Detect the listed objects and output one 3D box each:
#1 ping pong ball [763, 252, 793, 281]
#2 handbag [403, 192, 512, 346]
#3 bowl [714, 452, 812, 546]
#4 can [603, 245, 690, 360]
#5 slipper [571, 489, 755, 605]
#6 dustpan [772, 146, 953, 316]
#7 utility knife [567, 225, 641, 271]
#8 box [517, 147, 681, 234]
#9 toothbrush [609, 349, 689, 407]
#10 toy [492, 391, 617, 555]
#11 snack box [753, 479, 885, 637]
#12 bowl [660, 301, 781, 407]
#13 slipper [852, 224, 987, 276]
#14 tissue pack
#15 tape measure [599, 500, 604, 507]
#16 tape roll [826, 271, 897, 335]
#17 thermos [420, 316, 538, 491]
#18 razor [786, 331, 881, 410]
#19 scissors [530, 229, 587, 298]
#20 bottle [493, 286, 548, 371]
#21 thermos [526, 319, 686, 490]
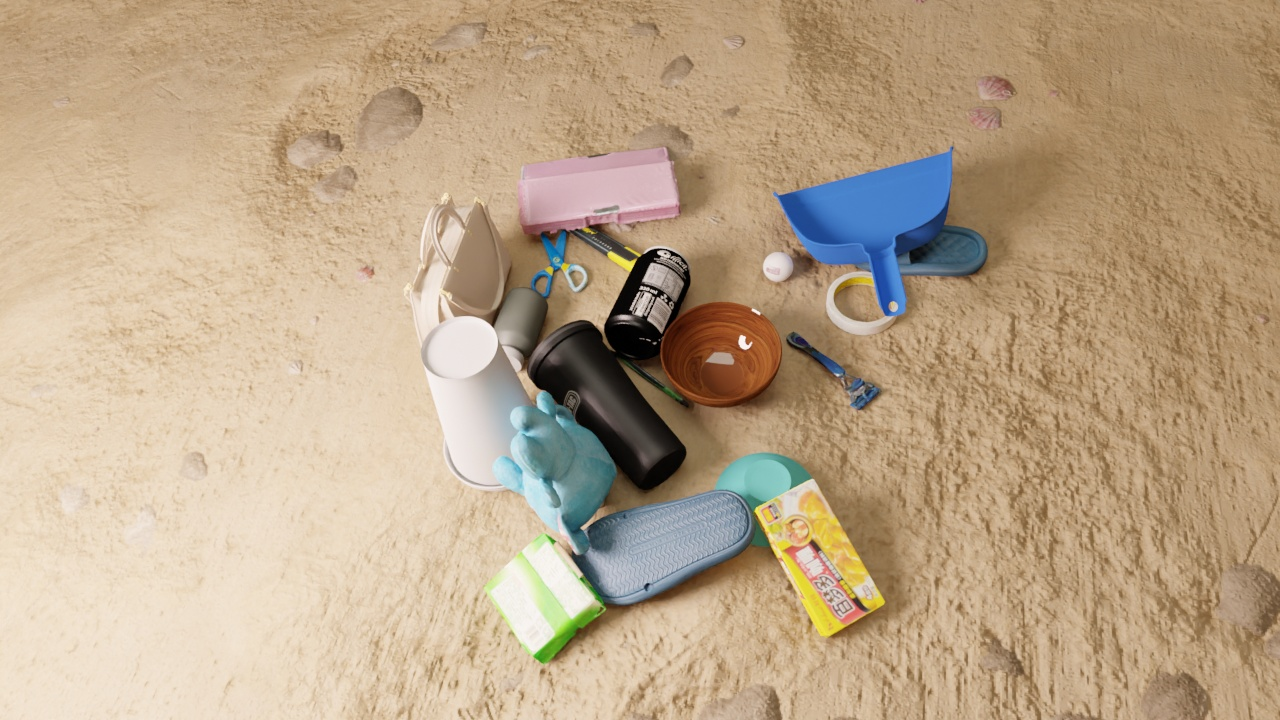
[{"bbox_3d":[0.187,-0.127,1.243,0.040,0.040,0.040,-3,55,4],"label":"ping pong ball"},{"bbox_3d":[-0.242,-0.125,1.189,0.101,0.198,0.194,6,56,10],"label":"handbag"},{"bbox_3d":[0.144,0.148,1.052,0.121,0.046,0.121,-3,55,4],"label":"bowl"},{"bbox_3d":[0.012,-0.076,1.194,0.080,0.080,0.145,13,52,14],"label":"can"},{"bbox_3d":[0.026,0.209,1.016,0.214,0.059,0.103,-19,59,9],"label":"slipper"},{"bbox_3d":[0.307,-0.161,1.192,0.246,0.059,0.257,-12,59,14],"label":"dustpan"},{"bbox_3d":[-0.055,-0.167,1.311,0.186,0.020,0.028,33,62,27],"label":"utility knife"},{"bbox_3d":[-0.065,-0.265,1.352,0.233,0.051,0.180,-9,47,-1],"label":"box"},{"bbox_3d":[-0.007,0.007,1.187,0.188,0.014,0.017,35,57,26],"label":"toothbrush"},{"bbox_3d":[-0.103,0.115,0.997,0.115,0.180,0.183,-18,57,19],"label":"toy"},{"bbox_3d":[0.191,0.212,0.988,0.075,0.025,0.152,-26,76,-12],"label":"snack box"},{"bbox_3d":[0.101,0.005,1.142,0.147,0.069,0.147,-3,56,4],"label":"bowl"},{"bbox_3d":[0.360,-0.163,1.240,0.214,0.059,0.103,12,60,13],"label":"slipper"},{"bbox_3d":[-0.105,0.255,1.000,0.099,0.034,0.114,-42,60,-3],"label":"tissue pack"},{"bbox_3d":[-0.073,0.146,1.094,0.065,0.017,0.064,-5,55,2],"label":"tape measure"},{"bbox_3d":[0.293,-0.076,1.210,0.094,0.019,0.093,-3,55,4],"label":"tape roll"},{"bbox_3d":[-0.180,0.050,1.046,0.131,0.222,0.131,-3,55,4],"label":"thermos"},{"bbox_3d":[0.237,0.007,1.159,0.043,0.018,0.141,-38,60,-19],"label":"razor"},{"bbox_3d":[-0.109,-0.142,1.300,0.097,0.020,0.132,4,57,6],"label":"scissors"},{"bbox_3d":[-0.162,-0.040,1.207,0.060,0.060,0.108,8,56,11],"label":"bottle"},{"bbox_3d":[-0.040,0.054,1.110,0.105,0.106,0.218,-34,64,-17],"label":"thermos"}]
